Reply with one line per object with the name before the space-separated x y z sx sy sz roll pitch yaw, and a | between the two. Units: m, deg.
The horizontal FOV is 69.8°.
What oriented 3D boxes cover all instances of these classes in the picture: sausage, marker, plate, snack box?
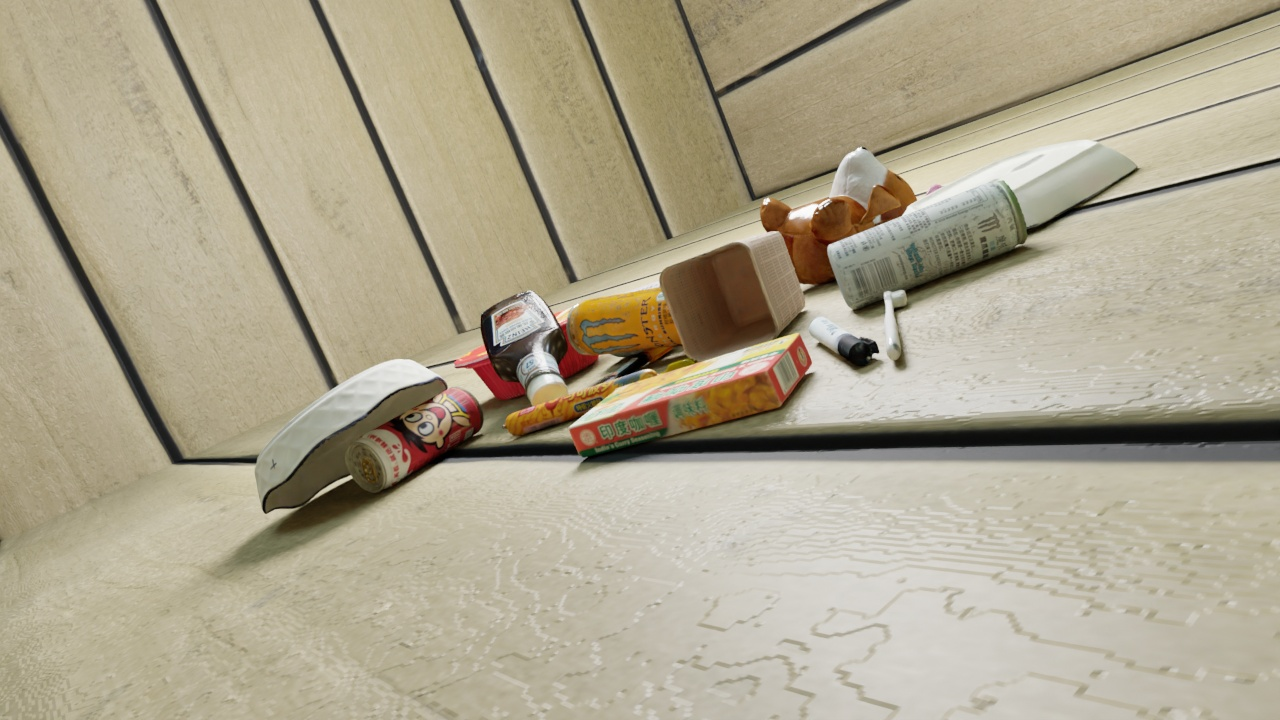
sausage | -0.051 0.037 0.785 0.165 0.021 0.021 -19 10 24
marker | 0.139 -0.015 0.637 0.022 0.018 0.130 -14 10 2
plate | 0.349 -0.162 0.872 0.265 0.034 0.162 -27 17 -31
snack box | 0.033 0.025 0.627 0.156 0.027 0.076 -18 11 30
plate | -0.281 0.067 0.883 0.205 0.045 0.205 -39 -5 -4
marker | -0.005 0.005 0.891 0.018 0.015 0.123 -13 16 43

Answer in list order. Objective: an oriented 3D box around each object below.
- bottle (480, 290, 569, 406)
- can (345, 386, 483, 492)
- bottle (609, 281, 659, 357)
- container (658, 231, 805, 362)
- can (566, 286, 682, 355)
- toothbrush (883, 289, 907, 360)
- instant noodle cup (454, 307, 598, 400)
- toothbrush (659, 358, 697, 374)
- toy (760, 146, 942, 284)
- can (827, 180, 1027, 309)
bottle | -0.110 -0.007 0.913 0.080 0.044 0.194 -26 32 -5
can | -0.210 0.073 0.864 0.053 0.053 0.132 -16 11 37
bottle | 0.037 -0.053 0.955 0.190 0.068 0.067 -16 11 37
container | 0.088 -0.061 0.820 0.090 0.090 0.110 -18 6 30
can | -0.003 -0.039 0.895 0.146 0.058 0.058 -7 17 40
toothbrush | 0.175 -0.027 0.627 0.016 0.016 0.179 -13 10 18
instant noodle cup | -0.119 -0.008 1.085 0.194 0.066 0.193 -23 8 3
toothbrush | -0.035 0.031 0.801 0.190 0.015 0.016 -19 5 24
toy | 0.223 -0.159 0.976 0.199 0.130 0.140 -17 21 -32
can | 0.229 -0.093 0.742 0.147 0.058 0.058 -21 9 10
